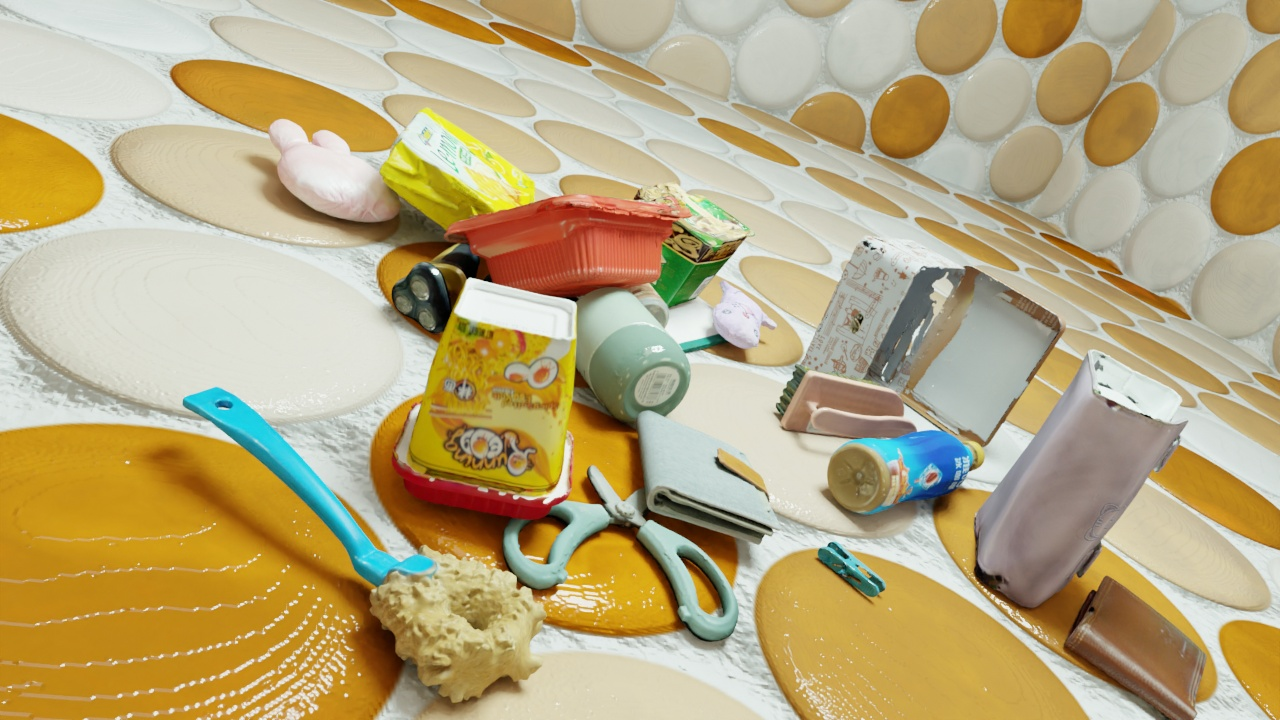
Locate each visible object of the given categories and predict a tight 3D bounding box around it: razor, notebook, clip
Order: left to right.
[{"bbox_3d":[-0.179,-0.076,0.837,0.067,0.062,0.167,-8,20,4],"label":"razor"},{"bbox_3d":[0.011,-0.056,1.008,0.150,0.012,0.208,38,28,25],"label":"notebook"},{"bbox_3d":[0.162,0.160,0.703,0.057,0.014,0.045,36,25,27],"label":"clip"}]

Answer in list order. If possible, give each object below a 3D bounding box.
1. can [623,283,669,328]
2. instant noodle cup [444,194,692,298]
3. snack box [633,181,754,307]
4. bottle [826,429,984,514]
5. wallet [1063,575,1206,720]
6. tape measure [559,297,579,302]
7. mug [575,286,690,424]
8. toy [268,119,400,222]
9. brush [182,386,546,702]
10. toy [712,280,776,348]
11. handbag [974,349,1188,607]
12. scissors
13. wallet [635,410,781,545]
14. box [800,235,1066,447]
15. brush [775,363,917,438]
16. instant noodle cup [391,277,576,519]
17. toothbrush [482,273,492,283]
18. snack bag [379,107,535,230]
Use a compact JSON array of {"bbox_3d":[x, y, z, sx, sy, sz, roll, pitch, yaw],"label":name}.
[{"bbox_3d":[-0.020,-0.067,0.921,0.058,0.059,0.116,6,32,-35],"label":"can"},{"bbox_3d":[-0.061,-0.101,0.827,0.165,0.079,0.188,-8,-2,39],"label":"instant noodle cup"},{"bbox_3d":[0.040,-0.123,1.026,0.117,0.106,0.118,38,30,18],"label":"snack box"},{"bbox_3d":[0.259,0.098,0.856,0.218,0.065,0.065,-2,35,-44],"label":"bottle"},{"bbox_3d":[0.412,0.237,0.756,0.101,0.032,0.124,39,28,24],"label":"wallet"},{"bbox_3d":[-0.076,-0.049,0.900,0.058,0.025,0.054,21,25,-10],"label":"tape measure"},{"bbox_3d":[-0.005,0.005,0.802,0.112,0.082,0.106,45,3,-45],"label":"mug"},{"bbox_3d":[-0.314,-0.192,0.934,0.121,0.054,0.159,7,34,-47],"label":"toy"},{"bbox_3d":[-0.157,0.090,0.502,0.255,0.046,0.083,37,30,14],"label":"brush"},{"bbox_3d":[0.112,-0.045,1.023,0.084,0.039,0.107,38,25,-2],"label":"toy"},{"bbox_3d":[0.371,0.104,0.787,0.098,0.197,0.144,33,26,20],"label":"handbag"},{"bbox_3d":[-0.001,0.131,0.609,0.181,0.019,0.169,31,24,17],"label":"scissors"},{"bbox_3d":[0.051,0.086,0.708,0.106,0.037,0.129,20,18,-12],"label":"wallet"},{"bbox_3d":[0.309,-0.016,0.999,0.198,0.181,0.157,39,27,31],"label":"box"},{"bbox_3d":[0.210,0.050,0.914,0.145,0.063,0.073,11,23,-31],"label":"brush"},{"bbox_3d":[-0.092,0.021,0.599,0.116,0.124,0.116,12,22,-8],"label":"instant noodle cup"},{"bbox_3d":[-0.102,-0.017,0.809,0.027,0.026,0.212,23,21,-36],"label":"toothbrush"},{"bbox_3d":[-0.192,-0.186,0.980,0.158,0.068,0.246,33,16,-18],"label":"snack bag"}]
